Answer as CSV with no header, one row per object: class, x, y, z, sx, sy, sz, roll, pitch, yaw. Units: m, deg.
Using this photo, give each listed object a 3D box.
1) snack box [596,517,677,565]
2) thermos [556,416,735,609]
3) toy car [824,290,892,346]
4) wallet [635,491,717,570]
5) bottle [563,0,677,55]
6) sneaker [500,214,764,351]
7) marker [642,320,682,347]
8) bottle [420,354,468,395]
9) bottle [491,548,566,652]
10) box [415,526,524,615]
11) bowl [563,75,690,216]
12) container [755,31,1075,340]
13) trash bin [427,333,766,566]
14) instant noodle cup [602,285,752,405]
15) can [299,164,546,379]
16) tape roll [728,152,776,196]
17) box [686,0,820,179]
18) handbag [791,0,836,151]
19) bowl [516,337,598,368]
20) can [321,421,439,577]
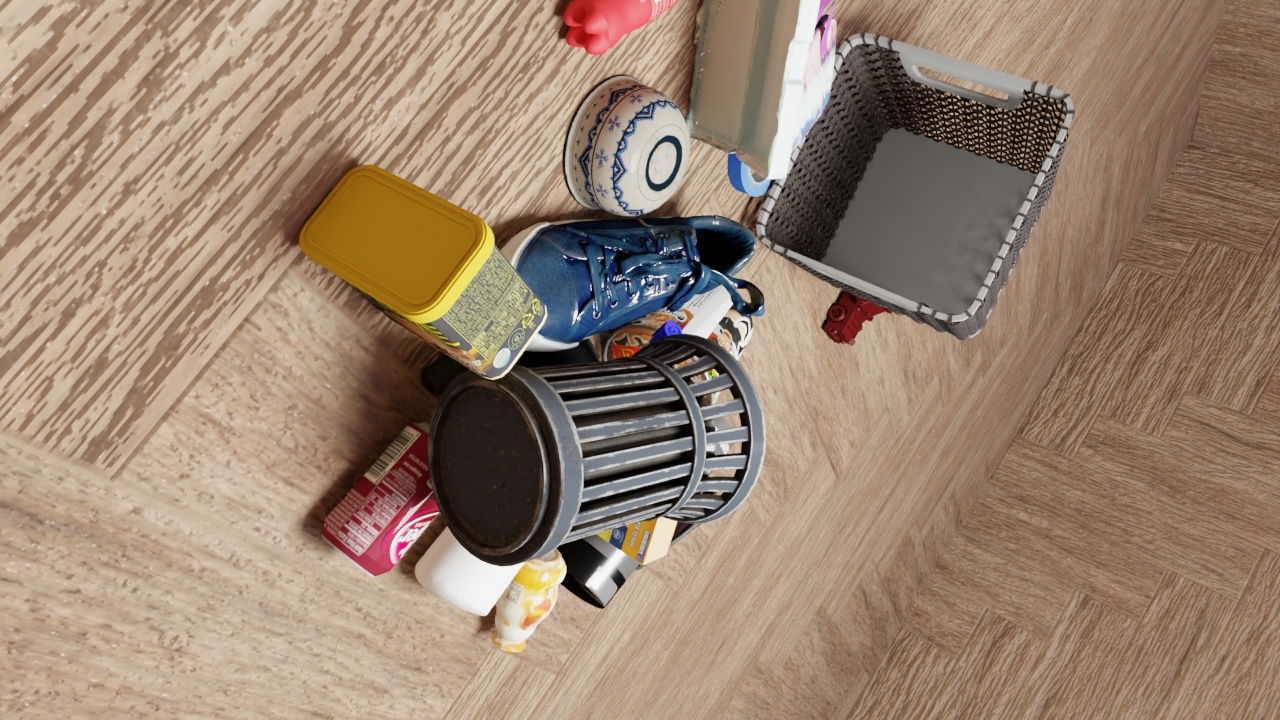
snack box,-0.022,0.128,0.905,0.040,0.126,0.088,-9,120,-53
thermos,0.001,0.152,0.998,0.240,0.082,0.082,-49,146,-20
toy car,0.327,-0.099,1.293,0.169,0.062,0.070,-60,148,-3
wallet,0.041,0.190,1.066,0.099,0.031,0.119,-40,180,19
bottle,-0.002,-0.280,0.703,0.141,0.042,0.042,-43,144,-28
sneaker,0.007,-0.074,0.765,0.293,0.127,0.121,-21,99,-48
marker,-0.005,0.005,0.864,0.020,0.020,0.142,-30,172,-41
bottle,-0.130,-0.007,0.742,0.105,0.025,0.025,-37,141,-34
bottle,-0.116,0.235,0.913,0.063,0.063,0.109,0,114,-55
box,-0.124,0.151,0.827,0.160,0.081,0.092,-54,135,-16
bowl,-0.003,-0.173,0.766,0.115,0.059,0.116,-34,139,-37
container,0.314,-0.176,1.034,0.245,0.247,0.243,-65,156,4
trash bin,-0.035,0.066,0.711,0.226,0.164,0.164,-5,118,-50
instant noodle cup,0.047,-0.014,0.917,0.121,0.124,0.124,-46,146,-40
can,-0.138,-0.055,0.599,0.072,0.131,0.101,-55,150,-11
tape roll,0.125,-0.218,0.956,0.091,0.016,0.093,-17,127,-49
box,0.097,-0.265,0.767,0.043,0.136,0.197,-12,125,-30
handbag,0.139,-0.272,0.833,0.144,0.068,0.170,-52,169,-15
bowl,-0.066,0.037,0.842,0.123,0.052,0.124,-34,139,-37
can,-0.188,0.106,0.710,0.114,0.063,0.063,-51,147,-17
